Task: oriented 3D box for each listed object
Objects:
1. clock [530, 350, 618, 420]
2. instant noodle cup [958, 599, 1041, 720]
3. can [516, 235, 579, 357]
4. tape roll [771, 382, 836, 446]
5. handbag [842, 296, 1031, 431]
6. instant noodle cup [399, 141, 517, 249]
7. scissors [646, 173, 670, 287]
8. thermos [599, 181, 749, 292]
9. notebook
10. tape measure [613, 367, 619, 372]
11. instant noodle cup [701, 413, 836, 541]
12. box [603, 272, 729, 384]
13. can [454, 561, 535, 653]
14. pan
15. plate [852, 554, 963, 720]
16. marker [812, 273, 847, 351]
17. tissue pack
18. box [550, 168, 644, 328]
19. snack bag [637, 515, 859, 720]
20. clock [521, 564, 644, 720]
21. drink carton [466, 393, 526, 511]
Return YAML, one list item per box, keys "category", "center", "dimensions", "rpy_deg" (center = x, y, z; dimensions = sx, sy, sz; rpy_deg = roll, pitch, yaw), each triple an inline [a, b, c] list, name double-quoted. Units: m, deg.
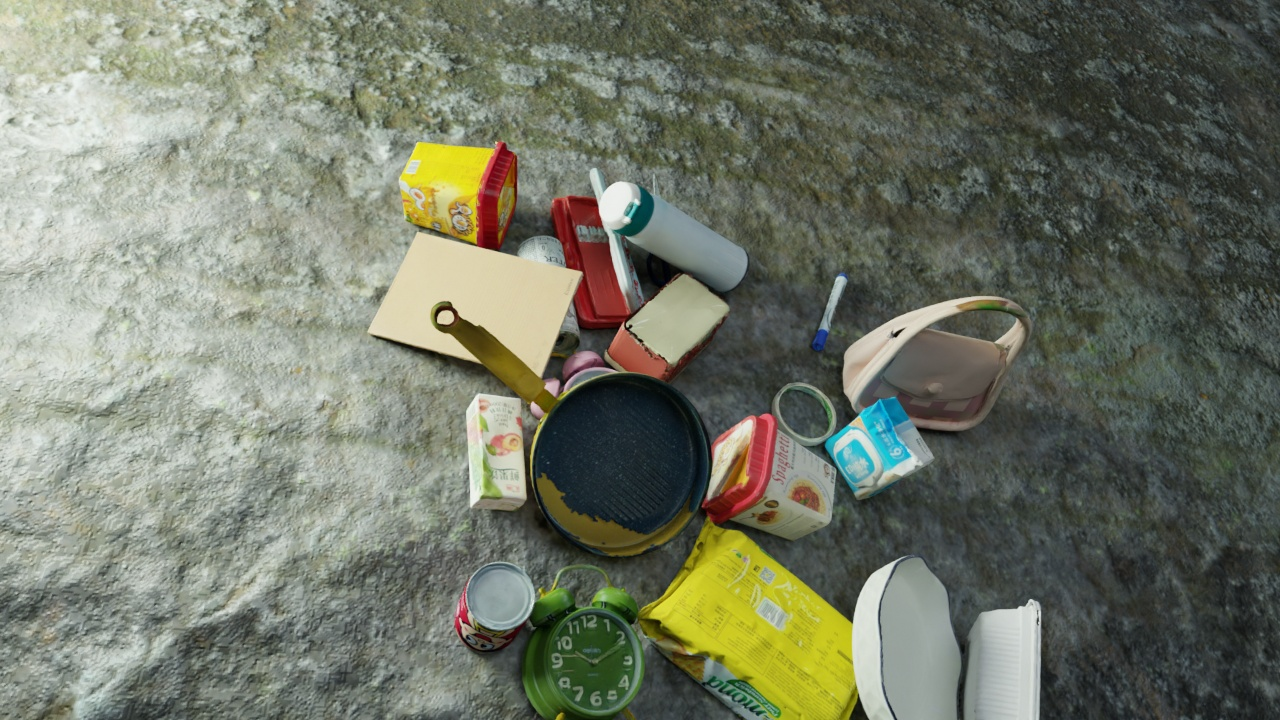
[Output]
- category: "clock"
  center: [-0.061, 0.052, 1.054]
  dimensions: [0.158, 0.060, 0.117]
  rpy_deg: [41, 53, 9]
- category: "instant noodle cup"
  center: [0.383, 0.353, 0.989]
  dimensions: [0.060, 0.138, 0.173]
  rpy_deg: [9, 53, 12]
- category: "can"
  center: [-0.113, -0.080, 1.120]
  dimensions: [0.058, 0.058, 0.146]
  rpy_deg: [-1, 59, -21]
- category: "tape roll"
  center: [0.209, 0.068, 1.171]
  dimensions: [0.085, 0.014, 0.085]
  rpy_deg: [9, 56, -14]
- category: "handbag"
  center: [0.383, -0.008, 1.146]
  dimensions: [0.193, 0.235, 0.093]
  rpy_deg: [9, 54, -14]
- category: "instant noodle cup"
  center: [-0.224, -0.209, 1.138]
  dimensions: [0.123, 0.116, 0.115]
  rpy_deg: [11, 54, 1]
- category: "scissors"
  center: [0.034, -0.173, 1.244]
  dimensions: [0.173, 0.012, 0.162]
  rpy_deg: [24, 63, -21]
- category: "thermos"
  center: [0.042, -0.157, 1.162]
  dimensions: [0.224, 0.073, 0.073]
  rpy_deg: [24, 48, -41]
- category: "notebook"
  center: [-0.190, -0.066, 1.070]
  dimensions: [0.211, 0.012, 0.149]
  rpy_deg: [15, 62, 8]
- category: "tape measure"
  center: [-0.007, 0.007, 1.124]
  dimensions: [0.058, 0.025, 0.054]
  rpy_deg: [-22, 65, -41]
- category: "instant noodle cup"
  center: [0.150, 0.140, 1.049]
  dimensions: [0.124, 0.117, 0.116]
  rpy_deg: [27, 52, -17]
- category: "box"
  center: [0.040, -0.039, 1.117]
  dimensions: [0.091, 0.077, 0.167]
  rpy_deg: [39, 41, 7]
- category: "can"
  center: [-0.142, 0.240, 0.882]
  dimensions: [0.066, 0.094, 0.066]
  rpy_deg: [9, 56, -14]
- category: "pan"
  center: [-0.075, 0.060, 0.948]
  dimensions: [0.357, 0.078, 0.197]
  rpy_deg: [41, 81, -14]
- category: "plate"
  center: [0.281, 0.310, 0.968]
  dimensions: [0.204, 0.046, 0.204]
  rpy_deg: [20, 64, -47]
- category: "marker"
  center: [0.265, -0.069, 1.279]
  dimensions: [0.017, 0.017, 0.145]
  rpy_deg: [28, 53, -1]
- category: "tissue pack"
  center: [0.281, 0.107, 1.097]
  dimensions: [0.063, 0.140, 0.090]
  rpy_deg: [-23, 74, -22]
- category: "box"
  center: [-0.047, -0.147, 1.164]
  dimensions: [0.095, 0.098, 0.201]
  rpy_deg: [-3, 59, -23]
- category: "snack bag"
  center: [0.132, 0.291, 0.968]
  dimensions: [0.246, 0.068, 0.157]
  rpy_deg: [38, 54, 7]
- category: "clock"
  center: [-0.054, 0.281, 0.900]
  dimensions: [0.116, 0.056, 0.161]
  rpy_deg: [6, 62, -26]
- category: "drink carton"
  center: [-0.157, 0.101, 0.996]
  dimensions: [0.053, 0.046, 0.122]
  rpy_deg: [9, 57, -27]
